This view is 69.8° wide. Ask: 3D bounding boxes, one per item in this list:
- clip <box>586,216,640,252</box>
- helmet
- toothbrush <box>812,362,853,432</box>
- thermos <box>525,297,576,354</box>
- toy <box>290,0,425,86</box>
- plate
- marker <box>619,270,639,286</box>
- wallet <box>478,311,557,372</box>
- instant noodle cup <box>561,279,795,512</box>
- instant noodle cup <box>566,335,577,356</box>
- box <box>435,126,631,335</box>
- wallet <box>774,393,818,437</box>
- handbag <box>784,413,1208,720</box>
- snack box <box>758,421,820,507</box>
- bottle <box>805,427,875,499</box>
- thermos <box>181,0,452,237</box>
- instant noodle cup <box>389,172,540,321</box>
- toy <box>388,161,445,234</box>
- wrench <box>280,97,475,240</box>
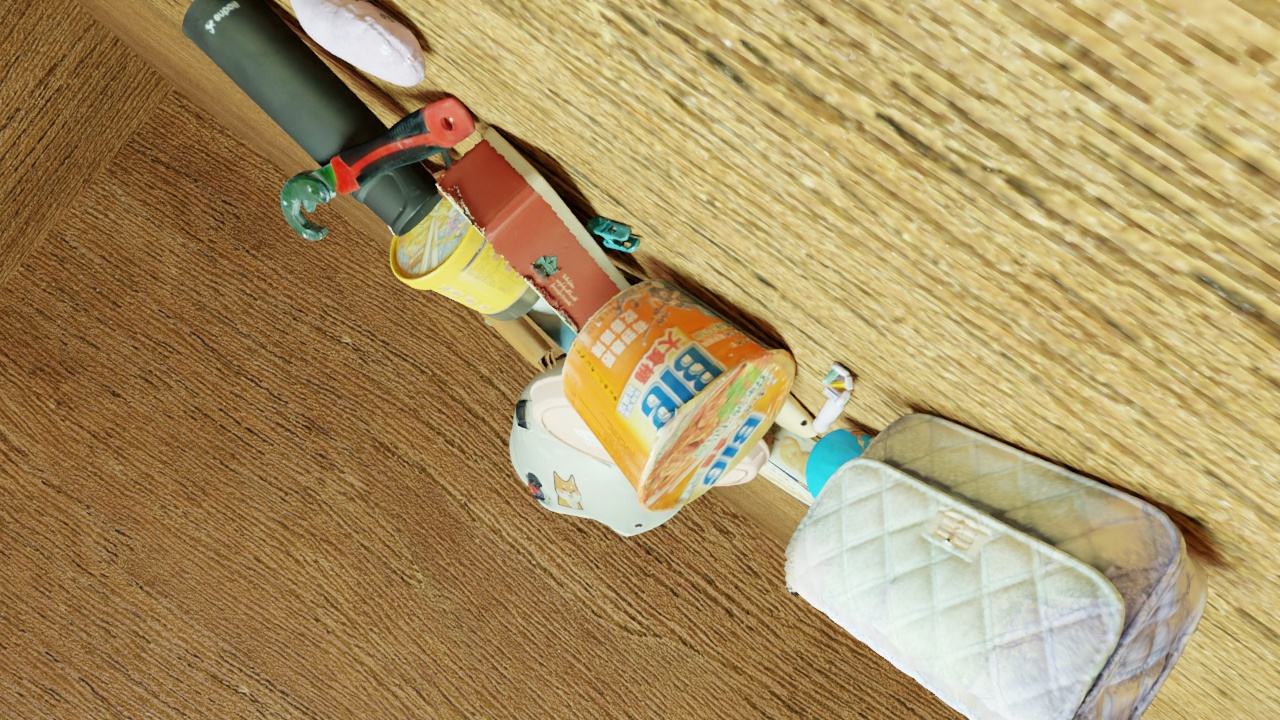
[{"bbox_3d":[-0.018,-0.089,0.654,0.047,0.014,0.057,44,172,-30],"label":"clip"},{"bbox_3d":[-0.047,0.080,1.160,0.274,0.229,0.157,29,152,21],"label":"helmet"},{"bbox_3d":[0.137,0.035,0.668,0.021,0.029,0.189,-2,167,7],"label":"toothbrush"},{"bbox_3d":[-0.082,-0.048,1.027,0.070,0.070,0.220,33,171,33],"label":"thermos"},{"bbox_3d":[-0.178,-0.206,0.581,0.108,0.039,0.084,32,171,24],"label":"toy"},{"bbox_3d":[0.005,0.071,0.849,0.229,0.028,0.230,15,161,5],"label":"plate"},{"bbox_3d":[-0.004,-0.062,0.771,0.124,0.015,0.018,28,169,40],"label":"marker"},{"bbox_3d":[-0.143,-0.043,0.980,0.132,0.031,0.108,45,172,6],"label":"wallet"},{"bbox_3d":[0.021,0.020,0.670,0.111,0.151,0.151,43,177,27],"label":"instant noodle cup"},{"bbox_3d":[-0.005,0.005,0.864,0.111,0.111,0.099,39,165,-12],"label":"instant noodle cup"},{"bbox_3d":[-0.081,-0.085,0.690,0.091,0.075,0.168,47,179,35],"label":"box"},{"bbox_3d":[0.094,0.020,0.782,0.115,0.024,0.087,41,168,-36],"label":"wallet"},{"bbox_3d":[0.177,0.111,0.489,0.075,0.134,0.194,41,172,-33],"label":"handbag"},{"bbox_3d":[0.132,0.089,0.945,0.178,0.045,0.182,34,173,23],"label":"snack box"},{"bbox_3d":[0.197,0.103,0.615,0.065,0.065,0.219,41,173,-27],"label":"bottle"},{"bbox_3d":[-0.268,-0.221,0.791,0.242,0.090,0.068,44,168,-8],"label":"thermos"},{"bbox_3d":[-0.152,-0.102,0.864,0.114,0.118,0.118,32,179,-44],"label":"instant noodle cup"},{"bbox_3d":[-0.229,-0.164,0.969,0.160,0.054,0.121,14,131,44],"label":"toy"},{"bbox_3d":[-0.221,-0.153,0.737,0.274,0.016,0.056,-15,121,44],"label":"wrench"}]
